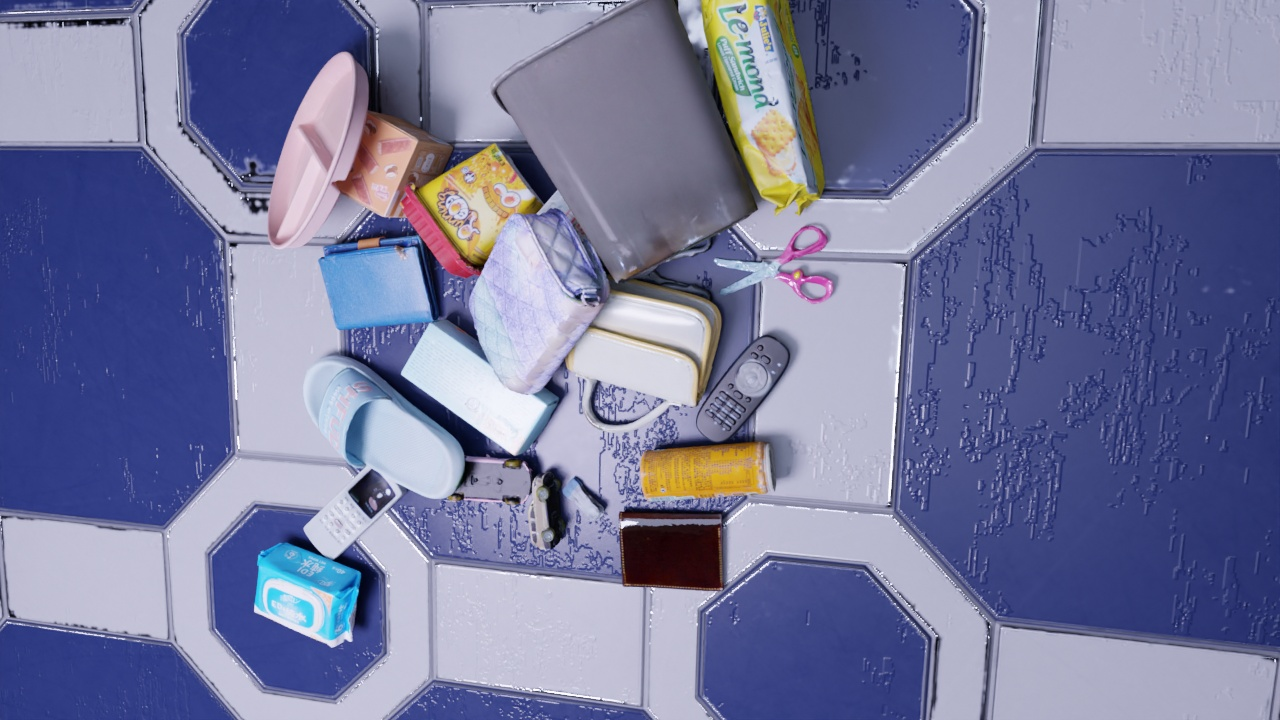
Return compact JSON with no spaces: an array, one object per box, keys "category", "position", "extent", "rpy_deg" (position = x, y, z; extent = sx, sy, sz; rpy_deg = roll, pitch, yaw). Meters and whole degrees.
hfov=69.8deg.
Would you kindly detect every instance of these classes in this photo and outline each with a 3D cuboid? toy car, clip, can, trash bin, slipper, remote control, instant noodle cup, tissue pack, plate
[{"category":"toy car","position":[-0.113,0.176,1.082],"extent":[0.035,0.042,0.090],"rpy_deg":[-1,98,15]},{"category":"clip","position":[-0.068,0.165,1.082],"extent":[0.057,0.029,0.024],"rpy_deg":[45,103,11]},{"category":"toy car","position":[-0.185,0.142,1.097],"extent":[0.122,0.037,0.056],"rpy_deg":[3,95,11]},{"category":"can","position":[0.075,0.124,1.022],"extent":[0.146,0.058,0.058],"rpy_deg":[-6,97,14]},{"category":"trash bin","position":[-0.003,-0.207,0.905],"extent":[0.199,0.199,0.220],"rpy_deg":[-28,93,4]},{"category":"slipper","position":[-0.315,0.085,1.087],"extent":[0.245,0.074,0.104],"rpy_deg":[30,106,19]},{"category":"remote control","position":[-0.360,0.188,1.153],"extent":[0.150,0.021,0.058],"rpy_deg":[-43,87,16]},{"category":"remote control","position":[0.113,0.031,1.016],"extent":[0.053,0.024,0.136],"rpy_deg":[39,104,7]},{"category":"instant noodle cup","position":[-0.181,-0.168,1.018],"extent":[0.124,0.116,0.116],"rpy_deg":[-36,88,4]},{"category":"tissue pack","position":[-0.418,0.294,1.153],"extent":[0.140,0.063,0.090],"rpy_deg":[20,115,10]},{"category":"plate","position":[-0.358,-0.229,1.018],"extent":[0.028,0.229,0.230],"rpy_deg":[18,107,-35]}]

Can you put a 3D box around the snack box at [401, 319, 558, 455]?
[{"category":"snack box","position":[-0.187,0.030,1.073],"extent":[0.175,0.051,0.074],"rpy_deg":[35,103,5]}]

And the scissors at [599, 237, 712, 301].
[{"category":"scissors","position":[0.006,-0.100,1.028],"extent":[0.173,0.014,0.160],"rpy_deg":[45,106,5]}]

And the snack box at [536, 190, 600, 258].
[{"category":"snack box","position":[-0.059,-0.162,1.021],"extent":[0.084,0.026,0.157],"rpy_deg":[44,101,4]}]

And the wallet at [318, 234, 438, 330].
[{"category":"wallet","position":[-0.311,-0.093,1.092],"extent":[0.133,0.040,0.106],"rpy_deg":[-5,106,14]}]

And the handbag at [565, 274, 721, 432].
[{"category":"handbag","position":[-0.006,0.006,1.021],"extent":[0.163,0.063,0.179],"rpy_deg":[15,110,15]}]

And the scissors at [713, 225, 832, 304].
[{"category":"scissors","position":[0.144,-0.107,0.995],"extent":[0.136,0.017,0.105],"rpy_deg":[12,102,15]}]

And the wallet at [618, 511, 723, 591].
[{"category":"wallet","position":[0.036,0.222,1.067],"extent":[0.122,0.020,0.096],"rpy_deg":[0,103,12]}]

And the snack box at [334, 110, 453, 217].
[{"category":"snack box","position":[-0.280,-0.220,1.037],"extent":[0.077,0.092,0.094],"rpy_deg":[30,104,8]}]

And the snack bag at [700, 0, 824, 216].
[{"category":"snack bag","position":[0.124,-0.264,0.904],"extent":[0.068,0.157,0.246],"rpy_deg":[-12,95,21]}]

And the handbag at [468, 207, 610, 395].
[{"category":"handbag","position":[-0.110,-0.064,0.982],"extent":[0.134,0.075,0.194],"rpy_deg":[64,144,18]}]
